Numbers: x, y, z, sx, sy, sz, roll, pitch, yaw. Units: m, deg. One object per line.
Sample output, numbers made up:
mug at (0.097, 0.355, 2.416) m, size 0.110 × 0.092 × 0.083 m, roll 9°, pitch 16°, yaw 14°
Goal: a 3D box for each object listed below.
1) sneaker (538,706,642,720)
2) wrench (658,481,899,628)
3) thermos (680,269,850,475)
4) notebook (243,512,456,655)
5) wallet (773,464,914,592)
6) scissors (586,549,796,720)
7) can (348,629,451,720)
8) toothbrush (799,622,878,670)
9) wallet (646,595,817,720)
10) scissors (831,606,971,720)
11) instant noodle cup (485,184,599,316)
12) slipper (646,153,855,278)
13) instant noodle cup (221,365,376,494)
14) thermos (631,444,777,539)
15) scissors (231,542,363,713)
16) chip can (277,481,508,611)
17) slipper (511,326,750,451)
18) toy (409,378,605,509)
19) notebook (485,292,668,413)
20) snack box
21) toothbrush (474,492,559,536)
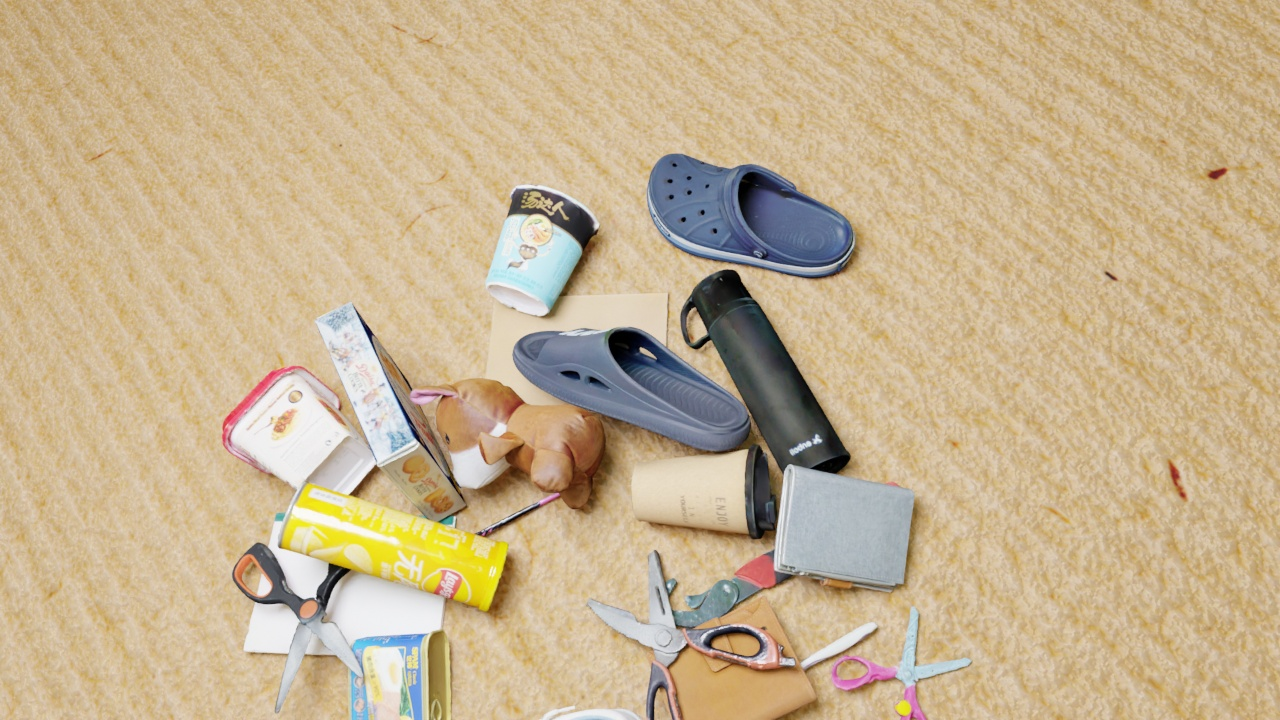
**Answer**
sneaker at (-0.111, 0.373, 0.836) m, size 0.242 × 0.091 × 0.089 m, roll -15°, pitch 64°, yaw 4°
wrench at (0.142, 0.194, 0.911) m, size 0.273 × 0.016 × 0.056 m, roll -26°, pitch 66°, yaw -1°
thermos at (0.122, 0.021, 0.967) m, size 0.090 × 0.068 × 0.242 m, roll -35°, pitch 62°, yaw 15°
notebook at (-0.304, 0.235, 0.971) m, size 0.209 × 0.012 × 0.150 m, roll 0°, pitch 65°, yaw 9°
wallet at (0.193, 0.164, 0.878) m, size 0.129 × 0.037 × 0.106 m, roll 12°, pitch 80°, yaw -13°
scissors at (0.032, 0.278, 0.859) m, size 0.223 × 0.015 × 0.188 m, roll 10°, pitch 60°, yaw 30°
can at (-0.234, 0.317, 0.893) m, size 0.083 × 0.057 × 0.102 m, roll -6°, pitch 79°, yaw 9°
toothbrush at (0.145, 0.299, 0.866) m, size 0.187 × 0.016 × 0.017 m, roll -30°, pitch 73°, yaw -4°
wallet at (0.083, 0.295, 0.858) m, size 0.132 × 0.031 × 0.107 m, roll -25°, pitch 54°, yaw -1°
scissors at (0.239, 0.293, 0.851) m, size 0.135 × 0.017 × 0.133 m, roll 10°, pitch 67°, yaw 9°
instant noodle cup at (-0.117, -0.119, 1.041) m, size 0.111 × 0.111 × 0.120 m, roll 16°, pitch 73°, yaw 16°
slipper at (0.117, -0.166, 1.030) m, size 0.253 × 0.095 × 0.105 m, roll 23°, pitch 70°, yaw 14°
instant noodle cup at (-0.358, 0.087, 0.984) m, size 0.124 × 0.116 × 0.116 m, roll 34°, pitch 76°, yaw 25°
thermos at (0.067, 0.131, 0.915) m, size 0.143 × 0.093 × 0.093 m, roll -2°, pitch 66°, yaw 16°
scissors at (-0.336, 0.239, 0.931) m, size 0.232 × 0.022 × 0.220 m, roll 10°, pitch 55°, yaw 26°
chip can at (-0.242, 0.184, 0.909) m, size 0.213 × 0.072 × 0.072 m, roll 19°, pitch 70°, yaw -8°
slipper at (-0.006, 0.006, 0.943) m, size 0.268 × 0.083 × 0.110 m, roll 22°, pitch 30°, yaw 22°
toy at (-0.136, 0.082, 0.939) m, size 0.200 × 0.140 × 0.130 m, roll 27°, pitch 77°, yaw 20°
notebook at (-0.073, -0.009, 1.040) m, size 0.208 × 0.008 × 0.147 m, roll -1°, pitch 67°, yaw 9°
snack box at (-0.253, 0.058, 0.943) m, size 0.045 × 0.178 × 0.182 m, roll -28°, pitch 64°, yaw -9°
toothbrush at (-0.153, 0.177, 0.965) m, size 0.189 × 0.014 × 0.017 m, roll -25°, pitch 75°, yaw -7°
